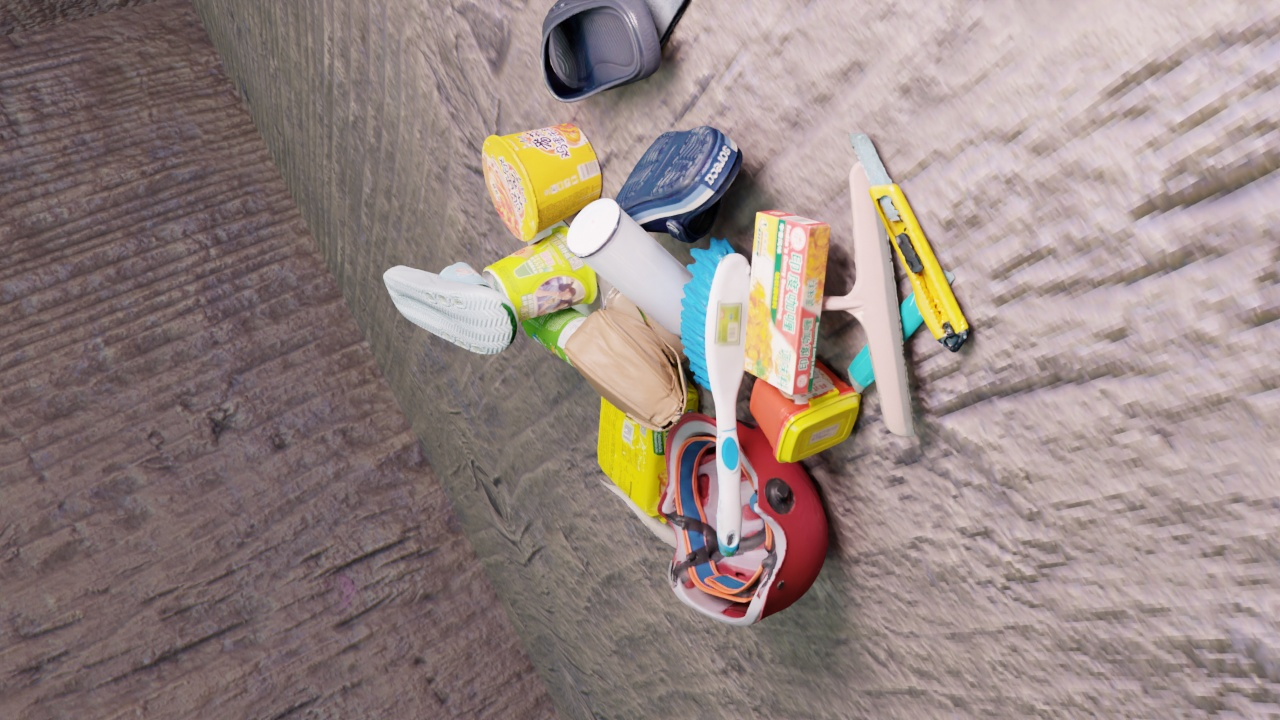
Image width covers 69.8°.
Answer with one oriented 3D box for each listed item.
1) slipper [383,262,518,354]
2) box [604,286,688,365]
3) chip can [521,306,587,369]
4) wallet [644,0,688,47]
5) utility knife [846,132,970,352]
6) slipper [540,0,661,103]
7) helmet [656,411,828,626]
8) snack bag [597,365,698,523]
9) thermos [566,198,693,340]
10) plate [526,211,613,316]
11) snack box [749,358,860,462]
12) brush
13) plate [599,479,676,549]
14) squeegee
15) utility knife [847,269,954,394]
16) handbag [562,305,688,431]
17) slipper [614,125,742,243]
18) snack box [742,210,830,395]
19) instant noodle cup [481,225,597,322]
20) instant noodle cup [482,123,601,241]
[{"bbox_3d":[-0.240,-0.078,1.192,0.246,0.074,0.104,18,139,37],"label":"slipper"},{"bbox_3d":[0.005,-0.068,1.126,0.162,0.075,0.086,44,179,40],"label":"box"},{"bbox_3d":[-0.073,-0.022,1.224,0.236,0.072,0.072,32,140,47],"label":"chip can"},{"bbox_3d":[0.002,-0.366,0.922,0.097,0.019,0.121,59,154,6],"label":"wallet"},{"bbox_3d":[0.215,-0.097,0.747,0.033,0.015,0.202,-27,88,52],"label":"utility knife"},{"bbox_3d":[-0.067,-0.333,0.979,0.268,0.083,0.111,28,142,63],"label":"slipper"},{"bbox_3d":[0.125,0.172,1.048,0.207,0.143,0.240,-20,77,57],"label":"helmet"},{"bbox_3d":[0.004,0.095,1.262,0.158,0.068,0.247,40,137,42],"label":"snack bag"},{"bbox_3d":[0.019,-0.084,0.977,0.224,0.073,0.073,37,178,-42],"label":"thermos"},{"bbox_3d":[-0.096,-0.129,1.303,0.205,0.045,0.205,45,150,36],"label":"plate"},{"bbox_3d":[0.161,0.045,0.917,0.080,0.091,0.082,55,154,35],"label":"snack box"},{"bbox_3d":[0.082,0.037,0.942,0.109,0.060,0.315,-137,47,-66],"label":"brush"},{"bbox_3d":[0.022,0.235,1.373,0.164,0.034,0.164,37,173,43],"label":"plate"},{"bbox_3d":[0.149,-0.060,0.885,0.250,0.040,0.248,16,121,63],"label":"squeegee"},{"bbox_3d":[0.227,-0.024,0.812,0.029,0.013,0.183,53,150,18],"label":"utility knife"},{"bbox_3d":[-0.006,0.006,1.012,0.148,0.100,0.204,43,-178,1],"label":"handbag"},{"bbox_3d":[0.047,-0.174,0.935,0.095,0.105,0.253,35,171,-16],"label":"slipper"},{"bbox_3d":[0.132,-0.054,0.841,0.077,0.027,0.156,31,124,55],"label":"snack box"},{"bbox_3d":[-0.138,-0.105,1.205,0.111,0.123,0.112,44,148,37],"label":"instant noodle cup"},{"bbox_3d":[-0.123,-0.237,1.177,0.138,0.109,0.138,44,149,36],"label":"instant noodle cup"}]
